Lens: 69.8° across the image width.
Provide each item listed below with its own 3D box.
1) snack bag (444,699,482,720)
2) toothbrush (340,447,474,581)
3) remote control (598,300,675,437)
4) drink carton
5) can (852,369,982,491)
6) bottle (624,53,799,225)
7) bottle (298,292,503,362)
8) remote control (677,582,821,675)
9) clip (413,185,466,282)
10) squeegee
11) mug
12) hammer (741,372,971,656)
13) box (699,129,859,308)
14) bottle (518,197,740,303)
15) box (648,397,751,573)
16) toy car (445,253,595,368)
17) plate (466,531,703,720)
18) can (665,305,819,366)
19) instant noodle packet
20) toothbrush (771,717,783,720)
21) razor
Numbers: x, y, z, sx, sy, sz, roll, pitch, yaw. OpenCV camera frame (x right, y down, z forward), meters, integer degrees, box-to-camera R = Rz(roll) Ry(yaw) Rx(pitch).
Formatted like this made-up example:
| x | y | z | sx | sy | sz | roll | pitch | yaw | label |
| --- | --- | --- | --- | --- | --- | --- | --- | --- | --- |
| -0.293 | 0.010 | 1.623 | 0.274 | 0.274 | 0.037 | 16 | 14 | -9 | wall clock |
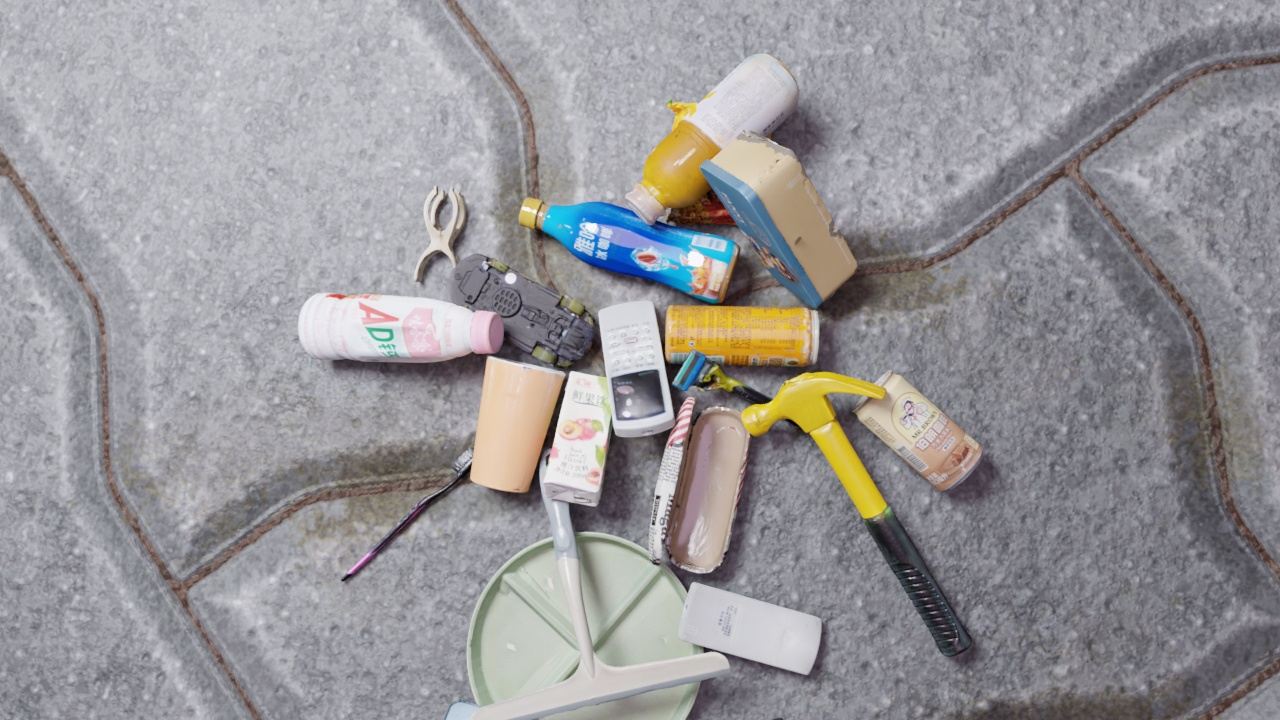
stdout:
| x | y | z | sx | sy | sz | roll | pitch | yaw | label |
| --- | --- | --- | --- | --- | --- | --- | --- | --- | --- |
| -0.166 | 0.427 | 0.868 | 0.110 | 0.038 | 0.191 | 26 | 93 | 19 | snack bag |
| -0.232 | 0.155 | 0.921 | 0.189 | 0.014 | 0.018 | -43 | 74 | -1 | toothbrush |
| -0.005 | 0.005 | 0.882 | 0.058 | 0.021 | 0.149 | -11 | 54 | 2 | remote control |
| -0.055 | 0.075 | 0.880 | 0.053 | 0.046 | 0.122 | 9 | 58 | 2 | drink carton |
| 0.264 | 0.067 | 0.875 | 0.116 | 0.058 | 0.058 | 42 | 88 | 7 | can |
| 0.065 | -0.205 | 0.865 | 0.189 | 0.068 | 0.068 | -44 | 84 | -1 | bottle |
| -0.231 | -0.030 | 0.895 | 0.197 | 0.068 | 0.068 | 3 | 84 | 14 | bottle |
| 0.105 | 0.255 | 0.872 | 0.135 | 0.019 | 0.056 | 17 | 79 | -8 | remote control |
| -0.203 | -0.127 | 0.939 | 0.072 | 0.034 | 0.100 | 5 | 93 | 3 | clip |
| -0.064 | 0.197 | 0.860 | 0.246 | 0.039 | 0.246 | -14 | 72 | 4 | squeegee |
| -0.125 | 0.063 | 0.895 | 0.078 | 0.078 | 0.123 | 13 | 91 | 5 | mug |
| 0.222 | 0.143 | 0.860 | 0.129 | 0.032 | 0.300 | -30 | 93 | 24 | hammer |
| 0.128 | -0.133 | 0.844 | 0.062 | 0.090 | 0.184 | -44 | 128 | 1 | box |
| -0.014 | -0.116 | 0.907 | 0.219 | 0.065 | 0.065 | 17 | 86 | 5 | bottle |
| 0.050 | 0.118 | 0.870 | 0.076 | 0.086 | 0.162 | 11 | 84 | 27 | box |
| -0.120 | -0.051 | 0.919 | 0.158 | 0.042 | 0.070 | 30 | 87 | 4 | toy car |
| -0.054 | 0.282 | 0.890 | 0.230 | 0.027 | 0.230 | 0 | 85 | 4 | plate |
| 0.097 | -0.024 | 0.894 | 0.146 | 0.058 | 0.058 | 2 | 84 | 4 | can |
| 0.080 | -0.201 | 0.921 | 0.111 | 0.044 | 0.128 | 1 | 84 | -1 | instant noodle packet |
| 0.059 | 0.398 | 0.880 | 0.189 | 0.014 | 0.016 | -33 | 107 | 1 | toothbrush |
| 0.101 | 0.031 | 0.892 | 0.142 | 0.022 | 0.043 | 23 | 112 | -14 | razor |
